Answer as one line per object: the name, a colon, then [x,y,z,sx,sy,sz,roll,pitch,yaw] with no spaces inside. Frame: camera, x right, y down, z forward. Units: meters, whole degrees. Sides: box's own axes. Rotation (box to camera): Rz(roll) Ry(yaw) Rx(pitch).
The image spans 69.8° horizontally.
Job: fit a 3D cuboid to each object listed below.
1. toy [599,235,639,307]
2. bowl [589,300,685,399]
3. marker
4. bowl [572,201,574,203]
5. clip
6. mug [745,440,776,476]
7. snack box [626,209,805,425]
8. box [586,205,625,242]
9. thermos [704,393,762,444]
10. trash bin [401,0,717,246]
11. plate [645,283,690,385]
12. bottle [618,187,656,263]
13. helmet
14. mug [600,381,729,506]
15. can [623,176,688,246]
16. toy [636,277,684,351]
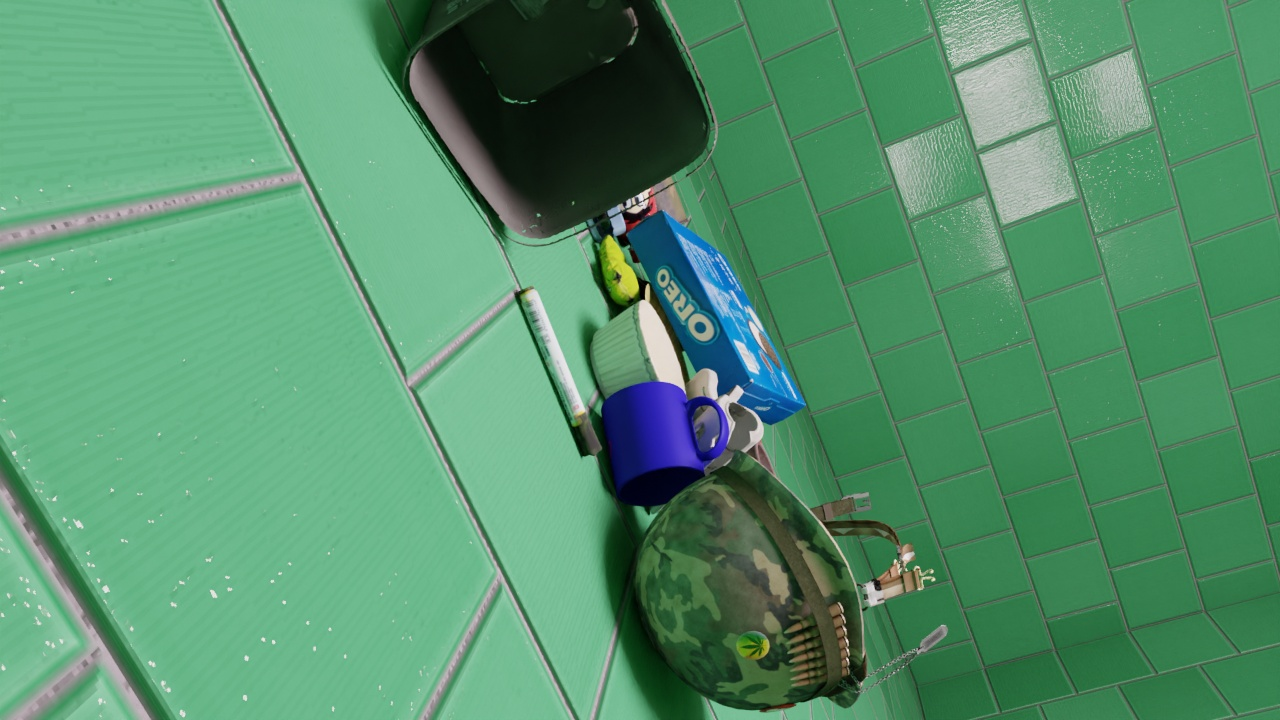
toy: [-0.025,-0.098,1.028,0.094,0.036,0.093,55,13,-67]
bowl: [-0.005,0.005,0.891,0.115,0.062,0.115,-20,90,-77]
marker: [-0.065,0.009,0.744,0.017,0.017,0.146,-49,118,-75]
bowl: [-0.070,-0.212,0.906,0.074,0.118,0.117,12,46,-23]
clip: [0.068,0.079,0.900,0.089,0.126,0.150,39,35,-8]
mug: [0.086,0.130,0.984,0.096,0.110,0.123,-77,145,-75]
snack box: [0.093,-0.046,1.085,0.195,0.056,0.238,21,39,-61]
box: [-0.079,-0.235,1.059,0.067,0.052,0.210,-160,-130,-78]
thermos: [0.116,0.109,1.154,0.240,0.073,0.073,62,14,-54]
trash bin: [-0.071,-0.252,0.757,0.197,0.197,0.219,56,13,-40]
plate: [0.020,0.007,1.037,0.184,0.036,0.184,-16,89,-79]
bottle: [-0.011,-0.187,1.113,0.061,0.062,0.137,-66,143,-71]
helmet: [0.119,0.180,0.750,0.224,0.236,0.193,57,-8,-12]
mug: [0.024,0.069,0.808,0.079,0.111,0.083,43,30,-53]
can: [0.009,-0.197,1.188,0.089,0.090,0.074,-49,118,-75]
toy: [0.026,-0.060,1.184,0.103,0.070,0.090,51,-10,27]
